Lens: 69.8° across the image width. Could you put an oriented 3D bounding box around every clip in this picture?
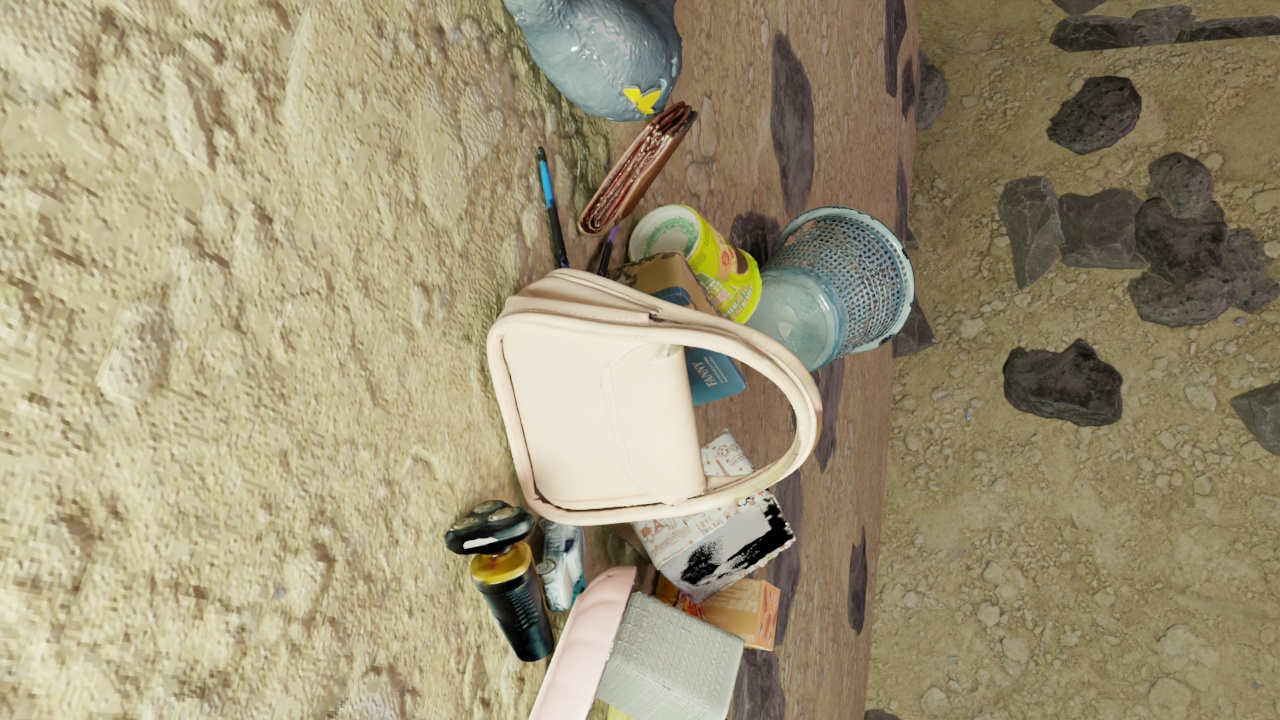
[{"bbox_3d":[-0.057,0.194,0.805,0.040,0.014,0.056,-57,144,-50],"label":"clip"}]

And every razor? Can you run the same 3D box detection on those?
[{"bbox_3d":[-0.094,0.166,0.675,0.067,0.062,0.168,-110,-173,-49],"label":"razor"}]

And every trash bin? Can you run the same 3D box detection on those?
[{"bbox_3d":[0.241,-0.083,1.279,0.194,0.227,0.227,-33,123,-48],"label":"trash bin"}]

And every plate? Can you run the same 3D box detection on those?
[{"bbox_3d":[-0.054,0.247,0.717,0.192,0.039,0.192,28,83,-88],"label":"plate"}]

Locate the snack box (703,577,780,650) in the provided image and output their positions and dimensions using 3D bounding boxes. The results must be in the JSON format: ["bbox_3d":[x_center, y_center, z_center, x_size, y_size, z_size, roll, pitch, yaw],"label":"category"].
[{"bbox_3d":[0.113,0.307,1.125,0.094,0.093,0.077,44,52,-61],"label":"snack box"}]

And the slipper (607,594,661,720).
[{"bbox_3d":[0.017,0.333,0.915,0.091,0.082,0.190,33,60,-62],"label":"slipper"}]

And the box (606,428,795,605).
[{"bbox_3d":[0.039,0.132,0.932,0.177,0.153,0.182,59,0,31],"label":"box"}]

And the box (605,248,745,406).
[{"bbox_3d":[0.035,-0.022,0.874,0.184,0.090,0.061,50,30,-44],"label":"box"}]

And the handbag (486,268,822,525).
[{"bbox_3d":[0.014,0.034,0.671,0.093,0.234,0.193,-56,142,-49],"label":"handbag"}]

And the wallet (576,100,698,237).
[{"bbox_3d":[0.000,-0.166,0.805,0.125,0.032,0.101,-51,-179,32],"label":"wallet"}]

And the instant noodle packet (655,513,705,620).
[{"bbox_3d":[0.056,0.234,1.047,0.111,0.044,0.128,62,36,-58],"label":"instant noodle packet"}]

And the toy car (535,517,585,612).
[{"bbox_3d":[-0.064,0.161,0.739,0.090,0.034,0.043,-90,172,-57],"label":"toy car"}]

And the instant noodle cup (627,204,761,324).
[{"bbox_3d":[0.050,-0.094,0.926,0.123,0.112,0.111,39,56,-54],"label":"instant noodle cup"}]

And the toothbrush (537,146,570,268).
[{"bbox_3d":[-0.063,-0.084,0.762,0.014,0.016,0.190,-56,141,-59],"label":"toothbrush"}]

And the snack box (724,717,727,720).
[{"bbox_3d":[0.053,0.369,0.997,0.091,0.082,0.080,81,8,-75],"label":"snack box"}]

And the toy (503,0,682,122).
[{"bbox_3d":[-0.025,-0.262,0.741,0.355,0.091,0.138,-35,113,-65],"label":"toy"}]

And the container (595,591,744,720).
[{"bbox_3d":[0.019,0.280,0.841,0.090,0.114,0.090,-57,-174,44],"label":"container"}]

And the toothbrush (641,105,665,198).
[{"bbox_3d":[0.011,-0.232,0.929,0.015,0.018,0.180,53,42,-47],"label":"toothbrush"}]

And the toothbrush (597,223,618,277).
[{"bbox_3d":[-0.034,-0.071,0.806,0.188,0.017,0.014,-78,154,-44],"label":"toothbrush"}]

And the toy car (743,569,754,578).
[{"bbox_3d":[0.141,0.288,1.275,0.105,0.031,0.049,-13,105,-68],"label":"toy car"}]
